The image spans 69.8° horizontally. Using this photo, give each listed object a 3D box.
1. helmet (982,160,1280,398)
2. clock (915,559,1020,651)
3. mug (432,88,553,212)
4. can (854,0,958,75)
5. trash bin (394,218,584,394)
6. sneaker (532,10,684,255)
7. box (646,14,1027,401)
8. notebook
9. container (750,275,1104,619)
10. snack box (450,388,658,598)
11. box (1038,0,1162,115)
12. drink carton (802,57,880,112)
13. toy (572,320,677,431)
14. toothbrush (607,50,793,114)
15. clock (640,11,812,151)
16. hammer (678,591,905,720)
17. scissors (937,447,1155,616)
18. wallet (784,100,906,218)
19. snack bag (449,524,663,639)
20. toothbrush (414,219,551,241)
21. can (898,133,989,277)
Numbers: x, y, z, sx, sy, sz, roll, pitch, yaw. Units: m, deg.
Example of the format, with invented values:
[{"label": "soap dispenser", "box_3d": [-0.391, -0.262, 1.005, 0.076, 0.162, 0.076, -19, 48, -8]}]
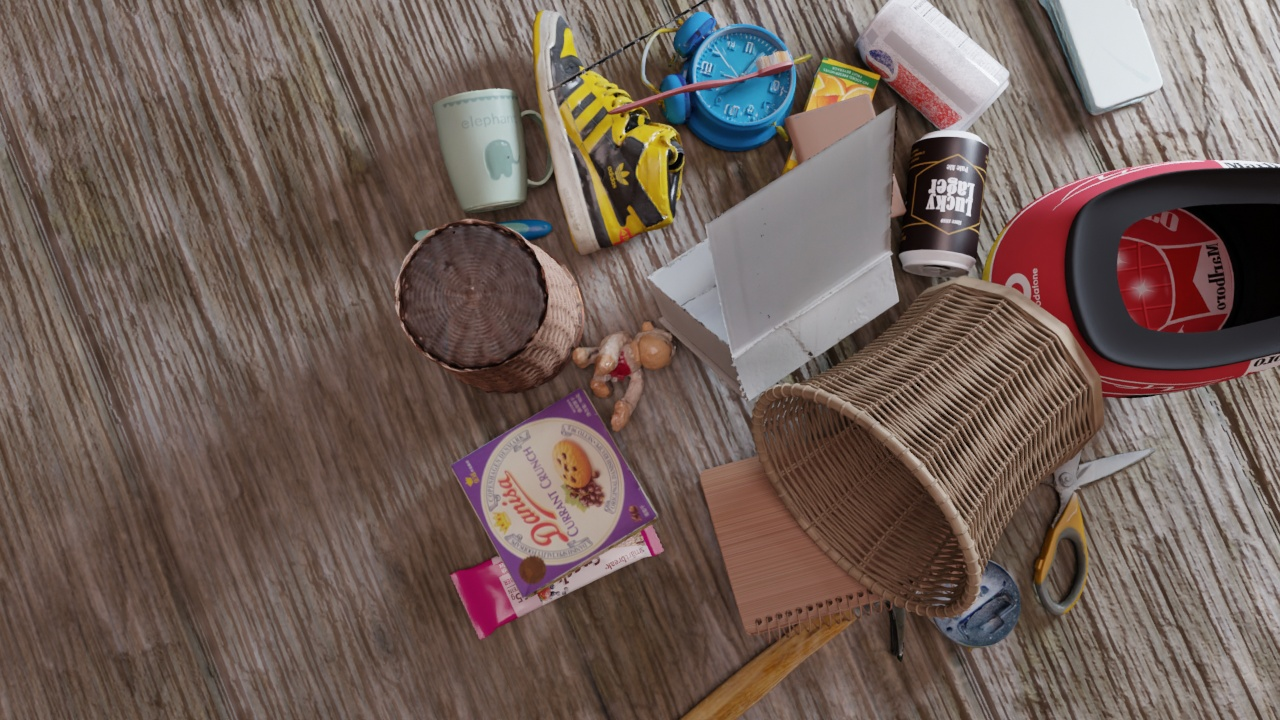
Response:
[{"label": "helmet", "box_3d": [0.439, -0.068, 0.795, 0.271, 0.224, 0.197, -7, 88, 12]}, {"label": "clock", "box_3d": [0.298, 0.212, 0.862, 0.083, 0.057, 0.117, -36, 87, -2]}, {"label": "mug", "box_3d": [-0.135, -0.201, 0.886, 0.111, 0.084, 0.104, -14, 97, -26]}, {"label": "can", "box_3d": [0.280, -0.286, 0.886, 0.136, 0.078, 0.078, 42, 87, 3]}, {"label": "trash bin", "box_3d": [-0.130, -0.050, 0.805, 0.151, 0.210, 0.151, 0, 85, 0]}, {"label": "sneaker", "box_3d": [-0.027, -0.228, 0.878, 0.122, 0.086, 0.238, -11, 90, 5]}, {"label": "box", "box_3d": [0.130, -0.073, 0.700, 0.166, 0.413, 0.149, -34, 91, -10]}, {"label": "notebook", "box_3d": [0.178, 0.156, 0.853, 0.210, 0.022, 0.169, -15, 63, -1]}, {"label": "container", "box_3d": [0.241, 0.061, 0.763, 0.195, 0.227, 0.227, -37, 86, -21]}, {"label": "snack box", "box_3d": [-0.080, 0.125, 0.867, 0.148, 0.040, 0.143, -31, 78, -2]}, {"label": "box", "box_3d": [0.443, -0.344, 0.904, 0.085, 0.071, 0.199, -19, 87, -20]}, {"label": "drink carton", "box_3d": [0.185, -0.225, 0.901, 0.058, 0.041, 0.122, 19, 87, 1]}, {"label": "toy", "box_3d": [-0.005, 0.005, 0.878, 0.105, 0.074, 0.085, -32, 119, -22]}, {"label": "toothbrush", "box_3d": [0.055, -0.254, 0.844, 0.184, 0.015, 0.015, -19, 85, -11]}, {"label": "clock", "box_3d": [0.078, -0.272, 0.893, 0.161, 0.060, 0.116, 14, 87, -4]}, {"label": "hammer", "box_3d": [0.111, 0.304, 0.870, 0.330, 0.033, 0.132, -39, 88, -2]}, {"label": "scissors", "box_3d": [0.400, 0.138, 0.888, 0.225, 0.016, 0.226, -13, 85, -3]}, {"label": "wallet", "box_3d": [0.195, -0.185, 0.869, 0.087, 0.013, 0.121, -17, 89, -5]}, {"label": "snack bag", "box_3d": [-0.080, 0.195, 0.885, 0.196, 0.016, 0.070, -25, 88, -2]}, {"label": "toothbrush", "box_3d": [-0.155, -0.126, 0.909, 0.135, 0.017, 0.022, -4, 85, -3]}, {"label": "can", "box_3d": [0.290, -0.149, 0.879, 0.072, 0.072, 0.128, 8, 86, 1]}]
